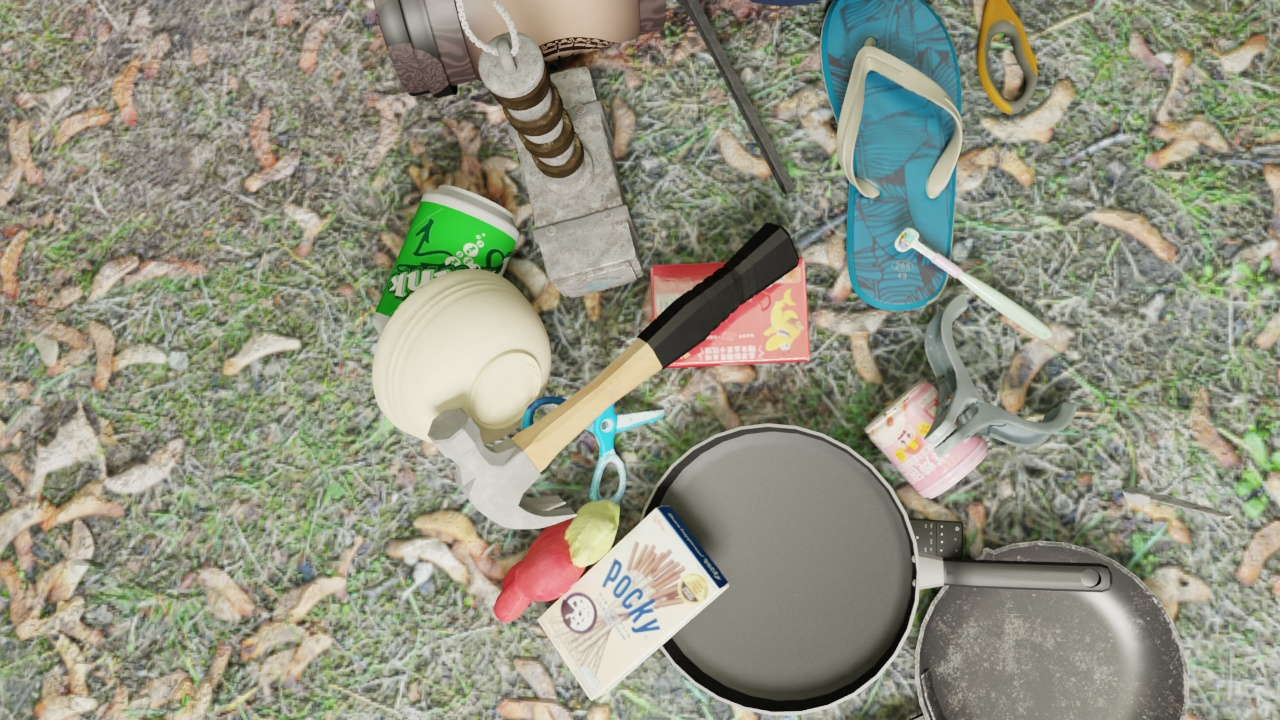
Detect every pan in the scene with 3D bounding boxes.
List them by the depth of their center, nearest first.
[{"bbox_3d":[0.169,0.163,0.717,0.357,0.034,0.225,-2,84,17],"label":"pan"},{"bbox_3d":[0.247,0.277,0.725,0.357,0.040,0.207,-25,81,4],"label":"pan"}]

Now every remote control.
[{"bbox_3d":[0.195,0.145,0.760,0.140,0.009,0.030,2,83,6],"label":"remote control"}]

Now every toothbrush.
[{"bbox_3d":[0.383,0.105,0.659,0.010,0.181,0.010,-22,84,8],"label":"toothbrush"},{"bbox_3d":[0.277,-0.061,0.757,0.155,0.015,0.022,32,125,-6],"label":"toothbrush"}]

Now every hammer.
[{"bbox_3d":[-0.066,-0.162,0.664,0.079,0.326,0.177,-15,82,4],"label":"hammer"},{"bbox_3d":[-0.004,0.004,0.724,0.327,0.039,0.131,-39,125,-12],"label":"hammer"}]

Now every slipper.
[{"bbox_3d":[0.218,-0.190,0.774,0.118,0.060,0.294,-1,84,2],"label":"slipper"}]

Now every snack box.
[{"bbox_3d":[-0.008,0.195,0.740,0.150,0.026,0.082,-46,69,17],"label":"snack box"},{"bbox_3d":[0.076,-0.040,0.789,0.133,0.021,0.089,-2,83,6],"label":"snack box"}]

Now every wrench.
[{"bbox_3d":[0.068,-0.267,0.801,0.018,0.073,0.273,-27,87,2],"label":"wrench"}]

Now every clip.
[{"bbox_3d":[0.276,0.011,0.733,0.164,0.032,0.165,10,53,-21],"label":"clip"}]

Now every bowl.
[{"bbox_3d":[-0.128,0.010,0.730,0.075,0.150,0.150,31,86,40],"label":"bowl"}]

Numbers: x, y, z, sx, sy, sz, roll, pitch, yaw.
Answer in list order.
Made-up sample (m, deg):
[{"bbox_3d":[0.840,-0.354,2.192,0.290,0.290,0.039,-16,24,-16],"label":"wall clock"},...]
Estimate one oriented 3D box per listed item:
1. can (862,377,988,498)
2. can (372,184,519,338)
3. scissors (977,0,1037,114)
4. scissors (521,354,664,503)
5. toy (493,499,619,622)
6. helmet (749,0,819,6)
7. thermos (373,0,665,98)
[{"bbox_3d":[0.229,0.063,0.737,0.067,0.067,0.076,-41,80,0],"label":"can"},{"bbox_3d":[-0.166,-0.071,0.785,0.088,0.088,0.140,21,86,8],"label":"can"},{"bbox_3d":[0.340,-0.328,0.799,0.230,0.016,0.225,-10,81,5],"label":"scissors"},{"bbox_3d":[-0.039,0.059,0.759,0.139,0.011,0.134,7,101,-32],"label":"scissors"},{"bbox_3d":[-0.069,0.163,0.748,0.135,0.091,0.045,-41,99,14],"label":"toy"},{"bbox_3d":[0.114,-0.390,0.719,0.232,0.224,0.271,30,50,22],"label":"helmet"},{"bbox_3d":[-0.102,-0.326,0.775,0.226,0.173,0.172,-11,82,-2],"label":"thermos"}]
